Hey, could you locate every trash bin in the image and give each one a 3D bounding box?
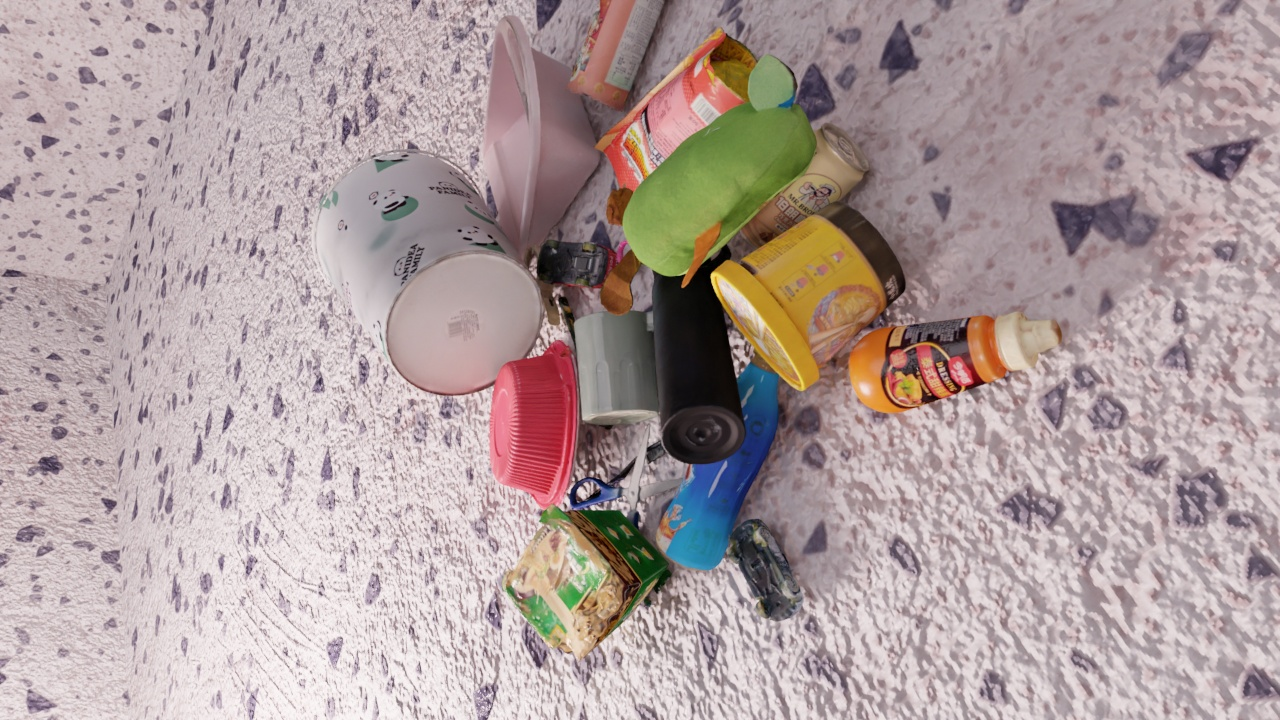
[{"bbox_3d":[-0.245,-0.100,1.090,0.252,0.229,0.230,47,117,46],"label":"trash bin"}]

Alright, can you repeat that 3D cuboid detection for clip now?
[{"bbox_3d":[-0.119,-0.088,1.108,0.070,0.034,0.100,-7,86,47],"label":"clip"}]

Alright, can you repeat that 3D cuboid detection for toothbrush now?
[{"bbox_3d":[-0.032,0.134,0.979,0.190,0.014,0.016,-41,66,36],"label":"toothbrush"},{"bbox_3d":[-0.065,-0.001,1.038,0.012,0.017,0.185,-43,53,30],"label":"toothbrush"}]

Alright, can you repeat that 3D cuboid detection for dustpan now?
[{"bbox_3d":[-0.161,-0.270,1.108,0.274,0.138,0.222,-43,54,34],"label":"dustpan"}]

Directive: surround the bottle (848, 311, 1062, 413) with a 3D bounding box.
[{"bbox_3d":[0.231,-0.004,0.673,0.150,0.066,0.066,-16,71,39],"label":"bottle"}]

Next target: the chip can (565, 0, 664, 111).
[{"bbox_3d":[-0.012,-0.388,1.011,0.071,0.071,0.215,39,113,45],"label":"chip can"}]

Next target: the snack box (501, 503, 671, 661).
[{"bbox_3d":[-0.046,0.206,0.890,0.117,0.105,0.118,44,115,23],"label":"snack box"}]

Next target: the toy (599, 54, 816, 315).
[{"bbox_3d":[0.052,-0.142,0.790,0.247,0.090,0.226,-31,37,40],"label":"toy"}]

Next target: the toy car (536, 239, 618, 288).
[{"bbox_3d":[-0.071,-0.108,1.044,0.121,0.045,0.053,14,91,44],"label":"toy car"}]

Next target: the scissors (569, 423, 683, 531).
[{"bbox_3d":[-0.014,0.147,0.943,0.176,0.012,0.162,-7,84,42],"label":"scissors"}]

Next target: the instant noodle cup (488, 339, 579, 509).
[{"bbox_3d":[-0.123,0.071,1.009,0.194,0.065,0.194,-177,90,-70],"label":"instant noodle cup"}]

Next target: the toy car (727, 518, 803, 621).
[{"bbox_3d":[0.110,0.181,0.792,0.043,0.034,0.090,-48,53,29],"label":"toy car"}]

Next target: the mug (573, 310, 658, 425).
[{"bbox_3d":[-0.006,0.005,0.932,0.124,0.083,0.103,-10,75,22],"label":"mug"}]

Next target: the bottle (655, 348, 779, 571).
[{"bbox_3d":[0.080,0.082,0.821,0.065,0.065,0.219,36,109,46],"label":"bottle"}]

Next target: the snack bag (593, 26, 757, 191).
[{"bbox_3d":[0.036,-0.228,0.936,0.208,0.073,0.128,-38,69,44],"label":"snack bag"}]

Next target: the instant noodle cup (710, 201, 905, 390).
[{"bbox_3d":[0.135,-0.056,0.728,0.114,0.118,0.118,-38,48,-3],"label":"instant noodle cup"}]

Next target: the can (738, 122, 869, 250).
[{"bbox_3d":[0.139,-0.146,0.801,0.117,0.058,0.058,-45,52,35],"label":"can"}]

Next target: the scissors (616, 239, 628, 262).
[{"bbox_3d":[0.018,-0.119,0.945,0.134,0.017,0.133,-42,67,47],"label":"scissors"}]

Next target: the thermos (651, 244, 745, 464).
[{"bbox_3d":[0.051,-0.026,0.810,0.090,0.068,0.242,-47,29,32],"label":"thermos"}]
